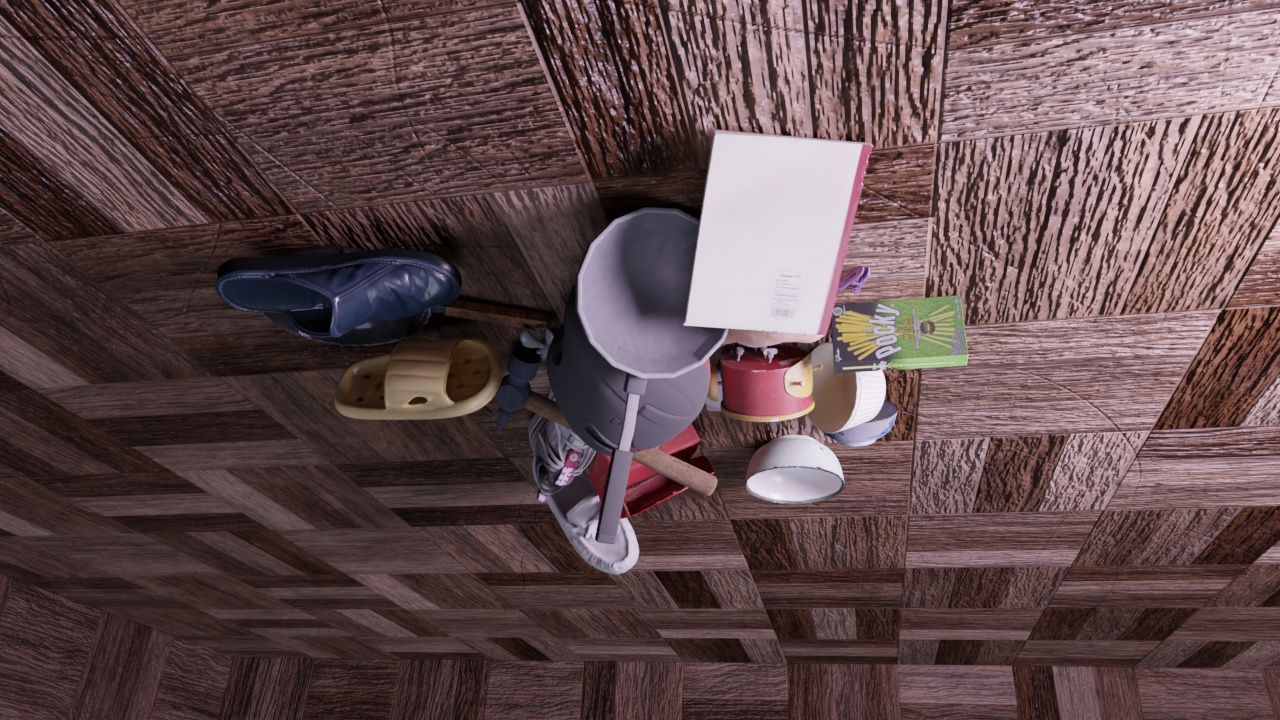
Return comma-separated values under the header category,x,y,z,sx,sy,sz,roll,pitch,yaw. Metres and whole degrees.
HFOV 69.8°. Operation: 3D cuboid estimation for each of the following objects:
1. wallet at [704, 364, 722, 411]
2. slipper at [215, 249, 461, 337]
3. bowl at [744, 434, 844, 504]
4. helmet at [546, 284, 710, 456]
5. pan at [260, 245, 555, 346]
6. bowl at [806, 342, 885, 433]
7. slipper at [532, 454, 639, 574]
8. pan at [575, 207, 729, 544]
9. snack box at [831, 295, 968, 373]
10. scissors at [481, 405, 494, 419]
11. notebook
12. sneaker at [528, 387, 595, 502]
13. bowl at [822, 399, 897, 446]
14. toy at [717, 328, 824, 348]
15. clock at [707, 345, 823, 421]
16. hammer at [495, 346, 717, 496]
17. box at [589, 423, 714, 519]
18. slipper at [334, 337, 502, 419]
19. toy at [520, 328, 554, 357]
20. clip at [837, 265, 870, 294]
category,x,y,z,sx,sy,sz,roll,pitch,yaw
wallet,0.145,0.049,1.278,0.118,0.037,0.116,14,149,-11
slipper,-0.329,-0.059,1.004,0.265,0.083,0.109,-2,150,-4
bowl,0.240,0.166,1.438,0.153,0.072,0.154,2,150,1
helmet,-0.006,0.006,1.085,0.170,0.163,0.264,-19,136,27
pan,-0.279,-0.071,1.113,0.356,0.040,0.208,5,152,-16
bowl,0.264,0.034,1.172,0.062,0.115,0.116,0,154,-26
slipper,-0.089,0.232,1.455,0.112,0.246,0.074,-43,156,7
pan,-0.005,0.017,0.967,0.178,0.357,0.041,11,-178,-20
snack box,0.300,-0.030,1.072,0.148,0.080,0.025,-4,150,13
scissors,-0.218,0.042,1.214,0.142,0.015,0.210,24,-172,-45
notebook,0.131,-0.119,0.901,0.153,0.012,0.209,4,123,-5
sneaker,-0.096,0.108,1.318,0.096,0.128,0.264,15,146,-24
bowl,0.293,0.087,1.251,0.114,0.045,0.114,-5,-166,1
toy,0.133,-0.089,1.006,0.196,0.065,0.264,-11,147,15
clock,0.142,0.017,1.152,0.159,0.081,0.116,4,-162,29
hammer,-0.046,0.103,1.236,0.322,0.040,0.130,25,121,2
box,0.010,0.162,1.386,0.157,0.112,0.135,-24,171,-22
slipper,-0.292,0.014,1.144,0.262,0.111,0.079,-7,143,27
toy,-0.116,-0.017,1.181,0.049,0.030,0.111,-4,166,13
clip,0.239,-0.091,1.042,0.042,0.014,0.052,0,154,11
